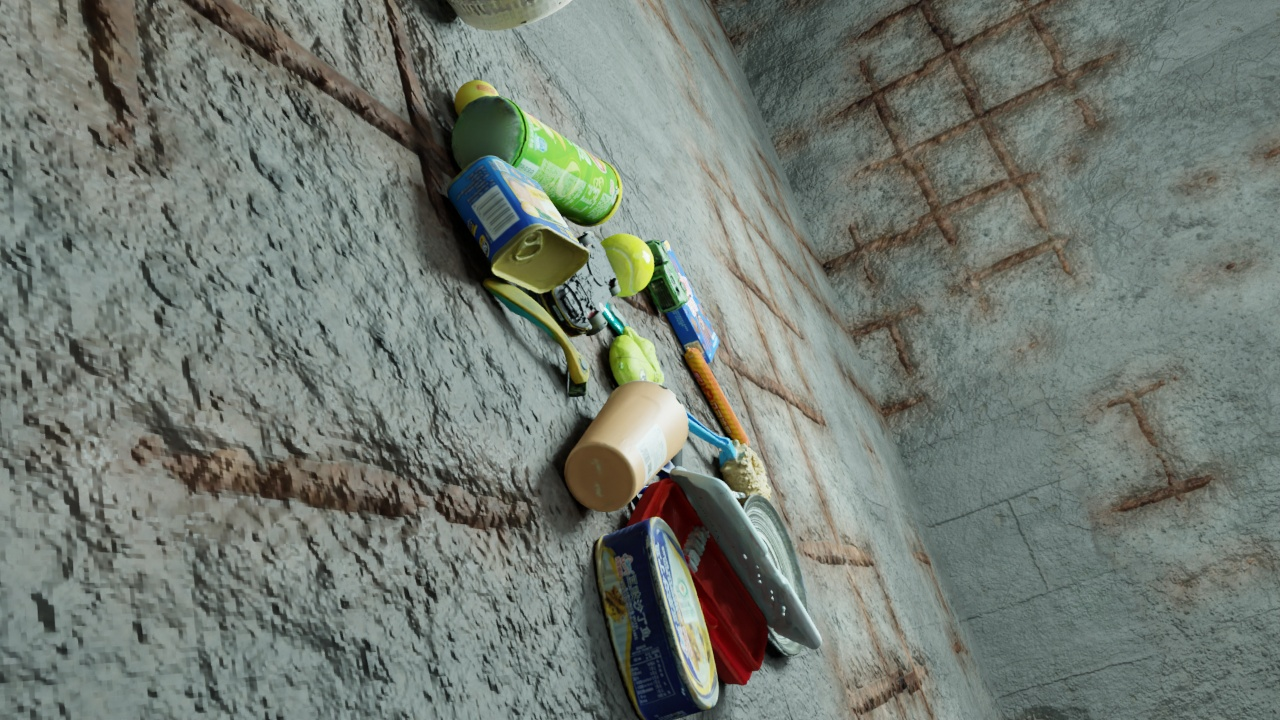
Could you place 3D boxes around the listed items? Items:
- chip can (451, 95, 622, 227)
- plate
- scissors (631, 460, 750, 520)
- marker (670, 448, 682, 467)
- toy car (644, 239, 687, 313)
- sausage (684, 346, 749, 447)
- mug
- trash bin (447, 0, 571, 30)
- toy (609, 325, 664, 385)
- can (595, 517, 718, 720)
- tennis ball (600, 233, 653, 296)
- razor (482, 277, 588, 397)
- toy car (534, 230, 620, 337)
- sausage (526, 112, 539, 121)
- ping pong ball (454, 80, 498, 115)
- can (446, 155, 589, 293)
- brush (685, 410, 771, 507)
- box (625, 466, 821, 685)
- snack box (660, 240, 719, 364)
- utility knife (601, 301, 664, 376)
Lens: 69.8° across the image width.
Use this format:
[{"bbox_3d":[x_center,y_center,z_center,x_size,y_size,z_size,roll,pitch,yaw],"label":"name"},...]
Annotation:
[{"bbox_3d":[-0.090,-0.178,0.847,0.221,0.073,0.072,9,58,-69],"label":"chip can"},{"bbox_3d":[0.141,0.238,1.017,0.179,0.024,0.179,48,31,-43],"label":"plate"},{"bbox_3d":[0.047,0.129,0.862,0.171,0.012,0.140,44,33,-14],"label":"scissors"},{"bbox_3d":[0.033,0.123,0.886,0.131,0.022,0.020,-89,-171,-52],"label":"marker"},{"bbox_3d":[0.023,-0.101,1.105,0.091,0.043,0.036,64,19,-4],"label":"toy car"},{"bbox_3d":[0.097,0.051,1.153,0.165,0.021,0.021,60,19,-16],"label":"sausage"},{"bbox_3d":[-0.013,0.072,0.748,0.078,0.078,0.122,63,23,-8],"label":"mug"},{"bbox_3d":[-0.139,-0.428,0.845,0.192,0.228,0.227,64,14,-48],"label":"trash bin"},{"bbox_3d":[-0.005,0.005,0.912,0.100,0.031,0.096,19,46,-63],"label":"toy"},{"bbox_3d":[0.012,0.195,0.694,0.074,0.049,0.148,31,39,-59],"label":"can"},{"bbox_3d":[-0.019,-0.099,0.954,0.065,0.066,0.065,53,22,-33],"label":"tennis ball"},{"bbox_3d":[-0.082,-0.024,0.753,0.132,0.028,0.043,49,28,-35],"label":"razor"},{"bbox_3d":[-0.056,-0.071,0.853,0.071,0.041,0.155,60,21,-17],"label":"toy car"},{"bbox_3d":[-0.091,-0.232,0.999,0.155,0.020,0.020,29,41,-62],"label":"sausage"},{"bbox_3d":[-0.144,-0.226,0.809,0.040,0.040,0.040,53,22,-33],"label":"ping pong ball"},{"bbox_3d":[-0.099,-0.109,0.740,0.083,0.057,0.102,56,14,20],"label":"can"},{"bbox_3d":[0.079,0.092,1.038,0.254,0.046,0.083,45,31,-39],"label":"brush"},{"bbox_3d":[0.082,0.184,0.792,0.201,0.099,0.095,58,38,-22],"label":"box"},{"bbox_3d":[0.051,-0.073,1.175,0.157,0.026,0.084,62,19,-12],"label":"snack box"},{"bbox_3d":[-0.015,-0.031,0.960,0.164,0.013,0.029,50,25,-38],"label":"utility knife"}]
